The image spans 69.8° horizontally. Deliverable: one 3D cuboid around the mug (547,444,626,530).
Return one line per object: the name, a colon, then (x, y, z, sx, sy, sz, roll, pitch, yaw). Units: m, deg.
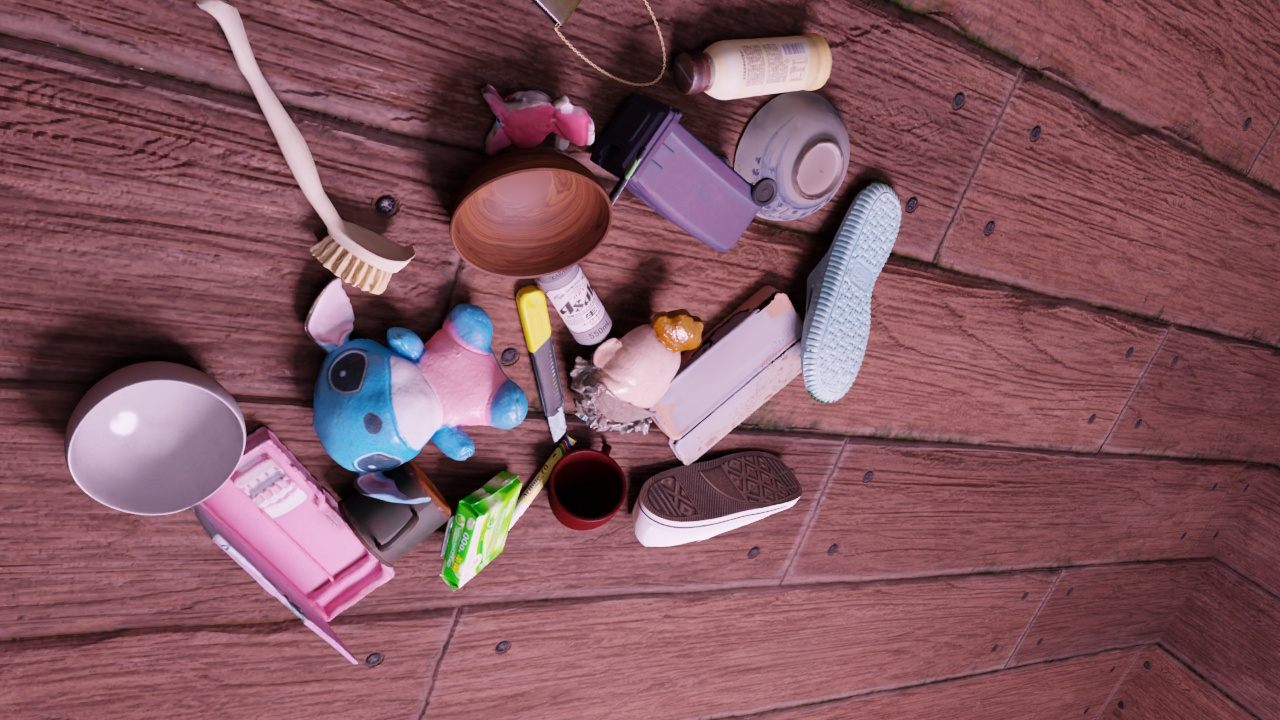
mug: (-0.062, 0.148, 1.059, 0.113, 0.087, 0.089, -62, 178, -32)

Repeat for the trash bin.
trash bin: (0.041, -0.187, 0.907, 0.160, 0.094, 0.092, 31, 98, -38)

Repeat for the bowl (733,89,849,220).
bowl: (0.179, -0.214, 1.001, 0.150, 0.057, 0.151, -16, 125, -25)

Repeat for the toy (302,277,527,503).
toy: (-0.217, 0.019, 0.866, 0.191, 0.099, 0.224, -23, 100, -22)

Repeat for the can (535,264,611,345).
can: (-0.069, -0.064, 0.941, 0.044, 0.044, 0.107, -38, 131, -8)

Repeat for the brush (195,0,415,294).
brush: (-0.274, -0.166, 0.746, 0.077, 0.062, 0.272, -36, 127, -15)

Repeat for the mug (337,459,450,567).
mug: (-0.242, 0.153, 0.917, 0.081, 0.111, 0.085, -39, 111, -10)

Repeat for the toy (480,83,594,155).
toy: (-0.092, -0.220, 0.831, 0.102, 0.050, 0.066, 4, 140, -3)

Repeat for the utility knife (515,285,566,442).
utility knife: (-0.102, 0.009, 0.979, 0.028, 0.020, 0.198, -21, 125, -19)

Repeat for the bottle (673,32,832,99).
bottle: (0.111, -0.291, 0.911, 0.161, 0.056, 0.057, -14, 124, -25)

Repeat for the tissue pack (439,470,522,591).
tissue pack: (-0.174, 0.183, 1.000, 0.099, 0.034, 0.114, -33, 145, -62)

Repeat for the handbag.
handbag: (-0.033, -0.313, 0.832, 0.084, 0.027, 0.178, -52, 137, 4)

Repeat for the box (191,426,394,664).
box: (-0.323, 0.188, 0.883, 0.099, 0.115, 0.233, -34, 131, -12)

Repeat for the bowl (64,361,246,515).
bowl: (-0.411, 0.059, 0.780, 0.131, 0.064, 0.132, -16, 124, -25)

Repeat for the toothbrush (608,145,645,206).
toothbrush: (-0.034, -0.144, 0.865, 0.017, 0.014, 0.189, 5, 153, -22)

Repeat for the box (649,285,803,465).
box: (0.111, 0.024, 1.115, 0.216, 0.063, 0.157, -39, 142, -7)

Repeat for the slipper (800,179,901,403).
slipper: (0.241, -0.086, 1.110, 0.116, 0.070, 0.276, 21, 87, -47)

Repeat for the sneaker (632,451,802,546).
sneaker: (0.095, 0.190, 1.181, 0.244, 0.091, 0.097, -10, 141, -33)

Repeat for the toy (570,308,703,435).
toy: (-0.006, 0.006, 0.993, 0.176, 0.076, 0.132, -42, 141, 13)

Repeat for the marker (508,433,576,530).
marker: (-0.117, 0.141, 1.053, 0.014, 0.014, 0.132, 32, 98, -41)

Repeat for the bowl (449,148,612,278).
bowl: (-0.104, -0.147, 0.841, 0.147, 0.068, 0.147, -10, 149, -6)
